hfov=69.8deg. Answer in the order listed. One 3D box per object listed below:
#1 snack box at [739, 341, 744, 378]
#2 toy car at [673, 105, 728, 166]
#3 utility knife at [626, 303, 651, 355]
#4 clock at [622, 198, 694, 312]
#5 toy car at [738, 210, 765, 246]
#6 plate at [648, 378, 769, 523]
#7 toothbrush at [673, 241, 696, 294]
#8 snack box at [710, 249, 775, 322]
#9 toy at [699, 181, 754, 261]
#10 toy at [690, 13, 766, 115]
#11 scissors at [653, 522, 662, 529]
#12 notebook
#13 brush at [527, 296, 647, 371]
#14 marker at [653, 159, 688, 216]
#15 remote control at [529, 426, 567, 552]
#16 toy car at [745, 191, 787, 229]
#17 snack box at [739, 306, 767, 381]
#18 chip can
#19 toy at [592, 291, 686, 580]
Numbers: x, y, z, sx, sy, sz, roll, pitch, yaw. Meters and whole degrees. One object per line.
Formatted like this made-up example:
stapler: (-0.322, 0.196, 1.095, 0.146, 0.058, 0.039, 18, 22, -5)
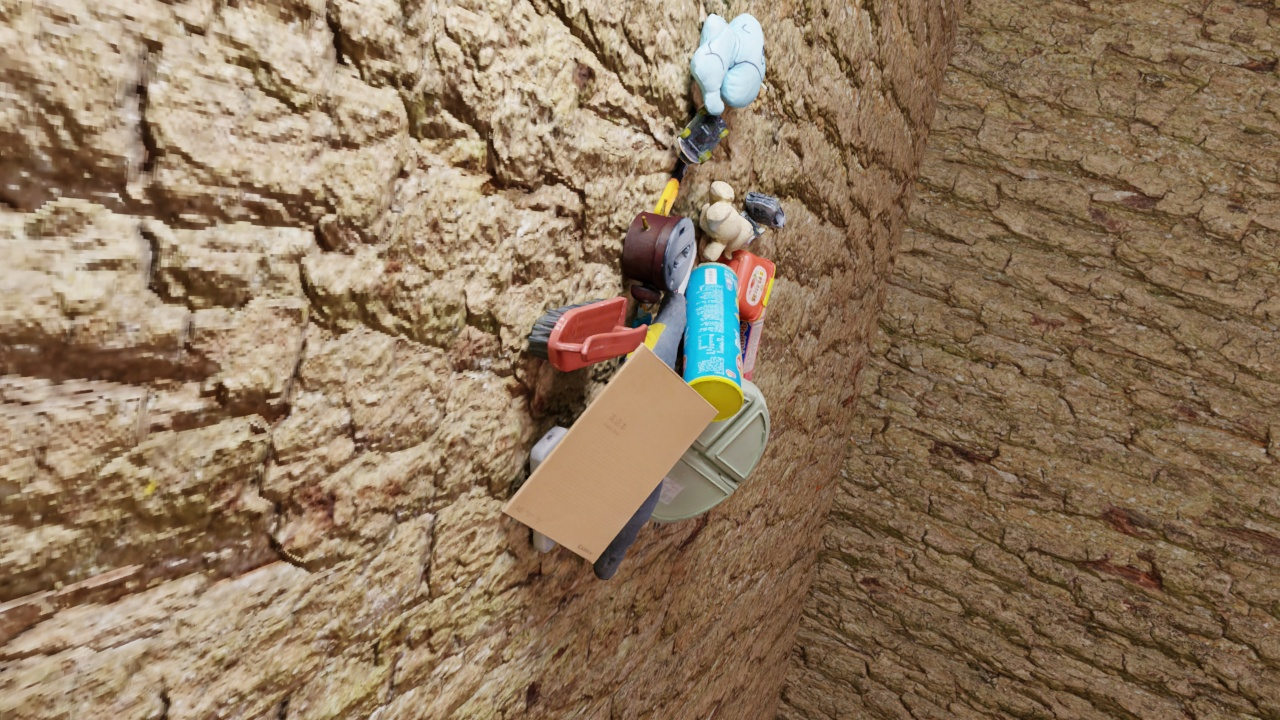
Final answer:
snack box: (0.110, 0.040, 1.252, 0.240, 0.063, 0.114, 78, 13, -44)
toy car: (0.065, -0.249, 1.028, 0.035, 0.042, 0.090, -32, -161, 47)
utility knife: (-0.006, 0.006, 1.071, 0.034, 0.018, 0.161, -11, 115, -51)
clock: (0.019, -0.108, 0.998, 0.081, 0.055, 0.122, -48, 149, -51)
toy car: (0.142, -0.180, 1.278, 0.034, 0.043, 0.090, -46, 177, 27)
plate: (0.074, 0.121, 1.177, 0.229, 0.027, 0.231, -18, 131, -23)
toothbrush: (0.037, -0.060, 1.136, 0.017, 0.016, 0.187, 16, 91, -59)
snack box: (0.130, -0.107, 1.258, 0.080, 0.082, 0.091, 22, 84, -56)
toy: (0.106, -0.177, 1.151, 0.157, 0.066, 0.105, 41, 49, -75)
toy: (0.107, -0.340, 1.051, 0.156, 0.050, 0.161, 39, 61, -57)
scissors: (0.044, 0.165, 1.326, 0.173, 0.012, 0.126, -65, 159, -20)
notebook: (-0.026, 0.099, 0.930, 0.211, 0.012, 0.149, -50, 134, -1)
brush: (-0.046, -0.023, 0.875, 0.145, 0.069, 0.063, -20, 123, -65)
marker: (0.044, -0.210, 1.042, 0.018, 0.015, 0.123, 79, 32, -58)
remote control: (-0.093, 0.133, 0.943, 0.055, 0.020, 0.136, -48, 147, -51)
toy car: (0.183, -0.216, 1.341, 0.031, 0.049, 0.105, -68, 158, -5)
snack box: (0.139, 0.010, 1.387, 0.058, 0.057, 0.208, -22, 126, -61)
chip can: (0.085, -0.026, 1.100, 0.209, 0.071, 0.071, -86, 173, -46)
toy: (-0.010, 0.099, 1.032, 0.137, 0.091, 0.357, -30, 134, -73)
